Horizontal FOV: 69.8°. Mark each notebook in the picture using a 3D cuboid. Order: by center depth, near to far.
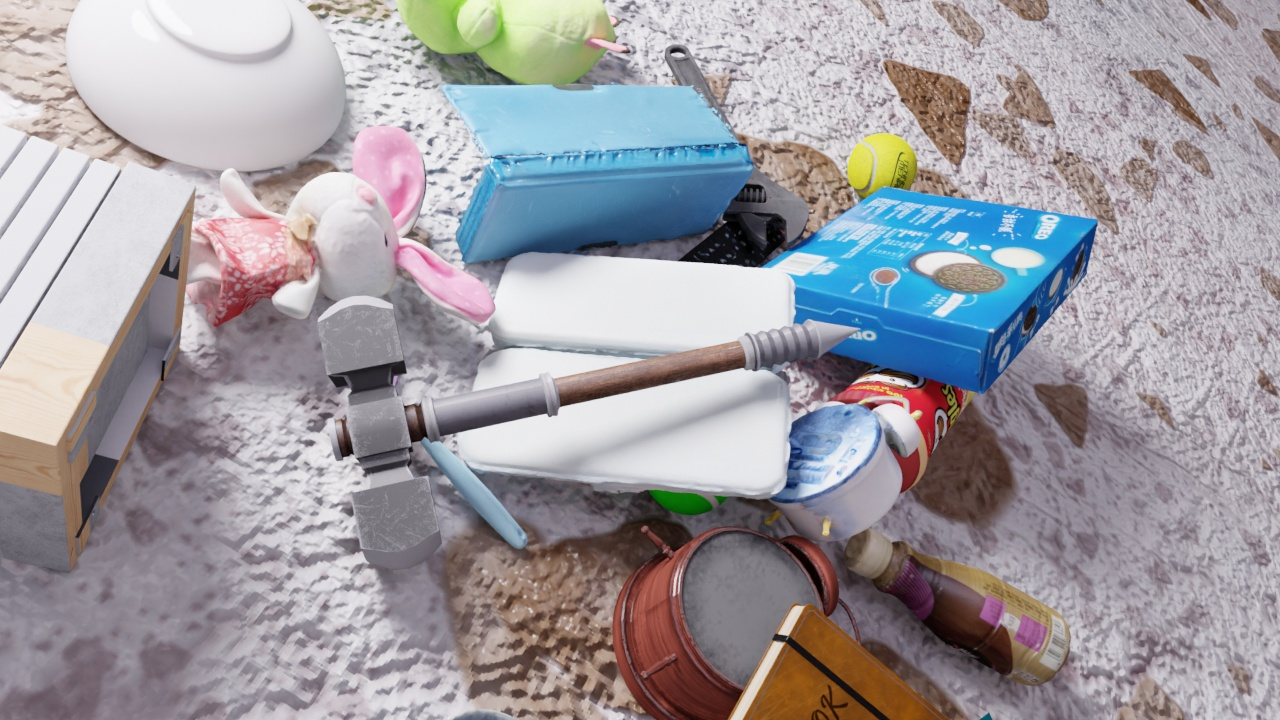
[{"bbox_3d":[0.142,0.267,0.509,0.249,0.014,0.178,41,66,-12],"label":"notebook"}]

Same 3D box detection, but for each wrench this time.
[{"bbox_3d":[0.076,-0.200,0.826,0.073,0.018,0.273,-14,57,-12],"label":"wrench"}]

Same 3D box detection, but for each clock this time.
[{"bbox_3d":[0.064,0.163,0.559,0.157,0.072,0.120,15,53,-20],"label":"clock"},{"bbox_3d":[0.133,0.063,0.608,0.125,0.089,0.052,-46,114,-25],"label":"clock"}]

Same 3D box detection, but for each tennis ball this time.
[{"bbox_3d":[0.033,0.070,0.609,0.065,0.066,0.065,15,53,-21],"label":"tennis ball"},{"bbox_3d":[0.237,-0.189,0.900,0.065,0.066,0.065,15,53,-21],"label":"tennis ball"}]

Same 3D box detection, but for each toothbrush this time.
[{"bbox_3d":[-0.123,0.056,0.552,0.155,0.016,0.022,47,29,-4],"label":"toothbrush"}]

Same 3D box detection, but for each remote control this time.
[{"bbox_3d":[0.076,-0.090,0.773,0.047,0.022,0.149,44,47,5],"label":"remote control"}]

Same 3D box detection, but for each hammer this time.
[{"bbox_3d":[-0.017,0.012,0.544,0.322,0.043,0.156,-12,82,-13],"label":"hammer"}]

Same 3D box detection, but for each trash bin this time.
[{"bbox_3d":[-0.353,-0.027,0.403,0.246,0.143,0.142,19,52,-17],"label":"trash bin"}]

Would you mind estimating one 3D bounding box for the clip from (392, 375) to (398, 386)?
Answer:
[{"bbox_3d":[-0.167,0.018,0.567,0.043,0.014,0.051,31,47,-8],"label":"clip"}]

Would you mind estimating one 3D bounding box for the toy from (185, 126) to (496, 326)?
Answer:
[{"bbox_3d":[-0.199,-0.073,0.563,0.193,0.084,0.159,-14,70,-37],"label":"toy"}]

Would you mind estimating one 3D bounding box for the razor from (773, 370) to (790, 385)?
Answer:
[{"bbox_3d":[0.113,0.073,0.673,0.116,0.048,0.088,43,48,-8],"label":"razor"}]

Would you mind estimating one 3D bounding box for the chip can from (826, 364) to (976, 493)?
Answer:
[{"bbox_3d":[0.228,0.018,0.743,0.087,0.087,0.212,48,48,7],"label":"chip can"}]

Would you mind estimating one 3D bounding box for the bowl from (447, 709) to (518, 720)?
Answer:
[{"bbox_3d":[-0.081,0.231,0.441,0.110,0.055,0.110,14,53,-20],"label":"bowl"}]

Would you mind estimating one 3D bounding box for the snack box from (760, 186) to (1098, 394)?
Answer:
[{"bbox_3d":[0.235,-0.071,0.755,0.196,0.056,0.238,18,37,36],"label":"snack box"}]

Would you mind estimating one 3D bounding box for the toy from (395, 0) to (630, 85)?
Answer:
[{"bbox_3d":[-0.109,-0.283,0.752,0.196,0.107,0.150,24,26,-25],"label":"toy"}]

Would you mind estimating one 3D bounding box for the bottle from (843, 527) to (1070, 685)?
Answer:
[{"bbox_3d":[0.221,0.170,0.653,0.166,0.060,0.059,30,49,-8],"label":"bottle"}]

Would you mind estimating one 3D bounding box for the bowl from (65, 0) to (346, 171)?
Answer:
[{"bbox_3d":[-0.286,-0.215,0.620,0.176,0.066,0.176,15,53,-21],"label":"bowl"}]

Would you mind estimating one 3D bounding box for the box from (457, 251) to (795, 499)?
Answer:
[{"bbox_3d":[-0.004,0.000,0.603,0.209,0.045,0.190,6,52,7],"label":"box"}]

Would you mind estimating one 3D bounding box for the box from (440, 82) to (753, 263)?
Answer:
[{"bbox_3d":[-0.039,-0.153,0.704,0.231,0.094,0.111,-12,64,-34],"label":"box"}]
